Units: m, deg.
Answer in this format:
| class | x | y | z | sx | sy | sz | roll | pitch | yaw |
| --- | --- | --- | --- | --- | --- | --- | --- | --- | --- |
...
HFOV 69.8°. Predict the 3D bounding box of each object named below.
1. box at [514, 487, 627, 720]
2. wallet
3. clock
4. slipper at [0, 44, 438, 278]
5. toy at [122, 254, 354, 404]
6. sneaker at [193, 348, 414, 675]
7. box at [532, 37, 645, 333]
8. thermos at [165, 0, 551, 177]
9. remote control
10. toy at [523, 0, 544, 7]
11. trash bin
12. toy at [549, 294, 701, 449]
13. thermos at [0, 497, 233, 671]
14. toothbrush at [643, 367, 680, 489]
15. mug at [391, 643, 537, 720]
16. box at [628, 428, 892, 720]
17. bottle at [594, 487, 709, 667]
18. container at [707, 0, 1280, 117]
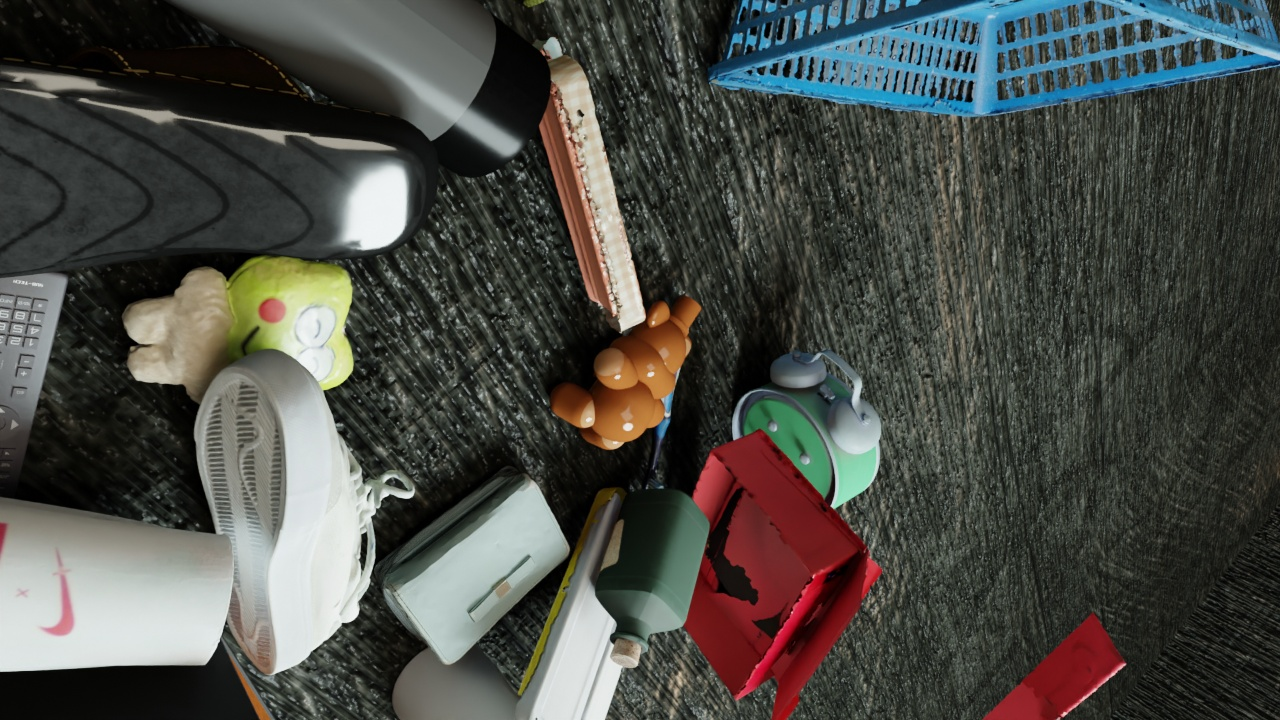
| class | x | y | z | sx | sy | sz | roll | pitch | yaw |
| --- | --- | --- | --- | --- | --- | --- | --- | --- | --- |
| box | -0.034 | 0.213 | 0.718 | 0.130 | 0.036 | 0.209 | 70 | 31 | -42 |
| wallet | -0.116 | 0.148 | 0.667 | 0.131 | 0.054 | 0.100 | -41 | 135 | -23 |
| clock | 0.141 | 0.059 | 0.776 | 0.075 | 0.122 | 0.162 | -23 | 146 | -31 |
| slipper | -0.227 | -0.090 | 0.410 | 0.267 | 0.075 | 0.113 | -4 | 131 | -23 |
| toy | -0.212 | -0.014 | 0.493 | 0.115 | 0.046 | 0.092 | -7 | 127 | -29 |
| sneaker | -0.188 | 0.081 | 0.527 | 0.090 | 0.089 | 0.243 | -29 | 148 | -42 |
| box | -0.035 | -0.105 | 0.578 | 0.042 | 0.083 | 0.187 | -25 | 131 | -14 |
| thermos | -0.154 | -0.174 | 0.424 | 0.240 | 0.082 | 0.082 | 26 | 95 | -46 |
| remote control | -0.310 | 0.016 | 0.444 | 0.032 | 0.015 | 0.136 | 9 | 110 | -43 |
| toy | -0.051 | -0.266 | 0.448 | 0.152 | 0.078 | 0.180 | 10 | 145 | -41 |
| trash bin | -0.273 | 0.250 | 0.520 | 0.139 | 0.140 | 0.172 | -30 | 130 | -26 |
| toy | -0.004 | 0.004 | 0.683 | 0.127 | 0.065 | 0.095 | -56 | 145 | -13 |
| thermos | -0.311 | 0.098 | 0.421 | 0.220 | 0.099 | 0.099 | 15 | 103 | -37 |
| toothbrush | 0.022 | 0.044 | 0.748 | 0.016 | 0.017 | 0.189 | -10 | 120 | -36 |
| mug | -0.136 | 0.284 | 0.690 | 0.078 | 0.097 | 0.112 | 12 | 105 | -44 |
| box | 0.091 | 0.177 | 0.753 | 0.152 | 0.164 | 0.215 | -74 | 179 | -46 |
| bottle | 0.005 | 0.167 | 0.697 | 0.061 | 0.061 | 0.131 | 54 | 41 | -36 |
| container | 0.255 | -0.244 | 0.641 | 0.361 | 0.258 | 0.089 | -7 | 97 | -39 |
